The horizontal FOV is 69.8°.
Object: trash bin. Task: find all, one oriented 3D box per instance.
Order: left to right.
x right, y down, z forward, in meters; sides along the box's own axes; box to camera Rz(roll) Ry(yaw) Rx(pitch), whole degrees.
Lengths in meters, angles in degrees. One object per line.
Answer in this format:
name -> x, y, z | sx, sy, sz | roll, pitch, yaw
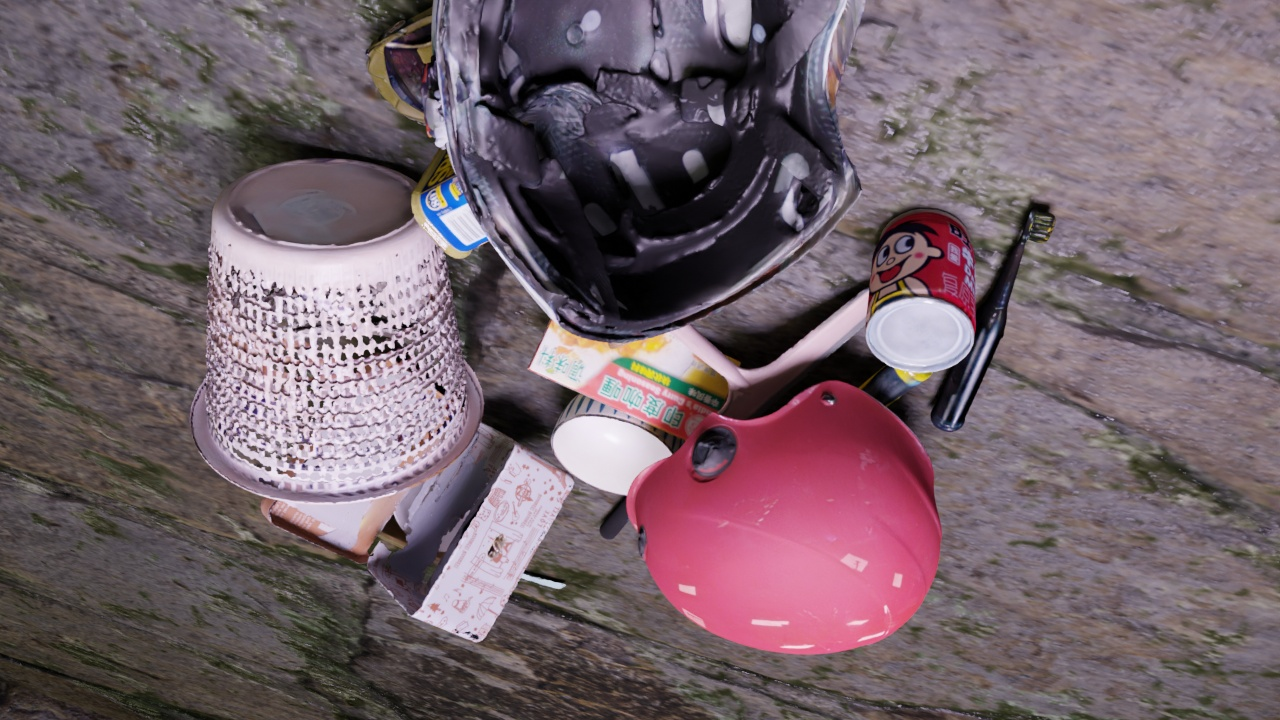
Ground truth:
trash bin -> -0.231, -0.036, 0.695 | 0.227, 0.226, 0.192 | 13, 127, 6

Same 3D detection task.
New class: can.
can -> -0.093, -0.126, 0.609 | 0.083, 0.101, 0.057 | -19, 128, 32
can -> 0.184, -0.047, 0.599 | 0.066, 0.093, 0.067 | 11, 139, 9

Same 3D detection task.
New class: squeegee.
squeegee -> 0.012, -0.043, 0.674 | 0.249, 0.040, 0.248 | 43, 109, -8

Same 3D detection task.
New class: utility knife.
utility knife -> -0.191, 0.253, 1.131 | 0.204, 0.018, 0.034 | 14, 139, 3

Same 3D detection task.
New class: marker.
marker -> -0.012, 0.149, 0.948 | 0.022, 0.020, 0.132 | 37, 138, 3

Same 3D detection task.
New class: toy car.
toy car -> -0.114, -0.194, 0.588 | 0.158, 0.042, 0.070 | -12, 131, 34

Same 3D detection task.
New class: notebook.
notebook -> -0.257, 0.189, 1.006 | 0.149, 0.012, 0.212 | 28, 171, -9

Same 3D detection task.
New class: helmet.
helmet -> -0.009, -0.155, 0.491 | 0.229, 0.157, 0.274 | -28, 127, -12
helmet -> 0.108, 0.142, 0.681 | 0.240, 0.143, 0.207 | -20, 130, 14

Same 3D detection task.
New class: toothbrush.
toothbrush -> 0.249, -0.023, 0.655 | 0.027, 0.026, 0.213 | 22, 141, 16

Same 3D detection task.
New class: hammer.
hammer -> 0.123, 0.093, 0.782 | 0.032, 0.125, 0.324 | 48, 131, 7

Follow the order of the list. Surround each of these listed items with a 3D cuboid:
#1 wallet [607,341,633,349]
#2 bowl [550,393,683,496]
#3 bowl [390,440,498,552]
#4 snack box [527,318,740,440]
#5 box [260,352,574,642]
wallet -> -0.004, -0.075, 0.634 | 0.090, 0.033, 0.115 | -23, 97, 11
bowl -> -0.015, 0.062, 0.815 | 0.116, 0.066, 0.117 | 11, 140, 9
bowl -> -0.196, 0.134, 0.953 | 0.118, 0.118, 0.065 | 26, 177, -9
snack box -> -0.004, 0.004, 0.741 | 0.155, 0.077, 0.027 | 25, 175, -8
box -> -0.201, 0.115, 0.823 | 0.193, 0.183, 0.157 | 38, 167, -37
